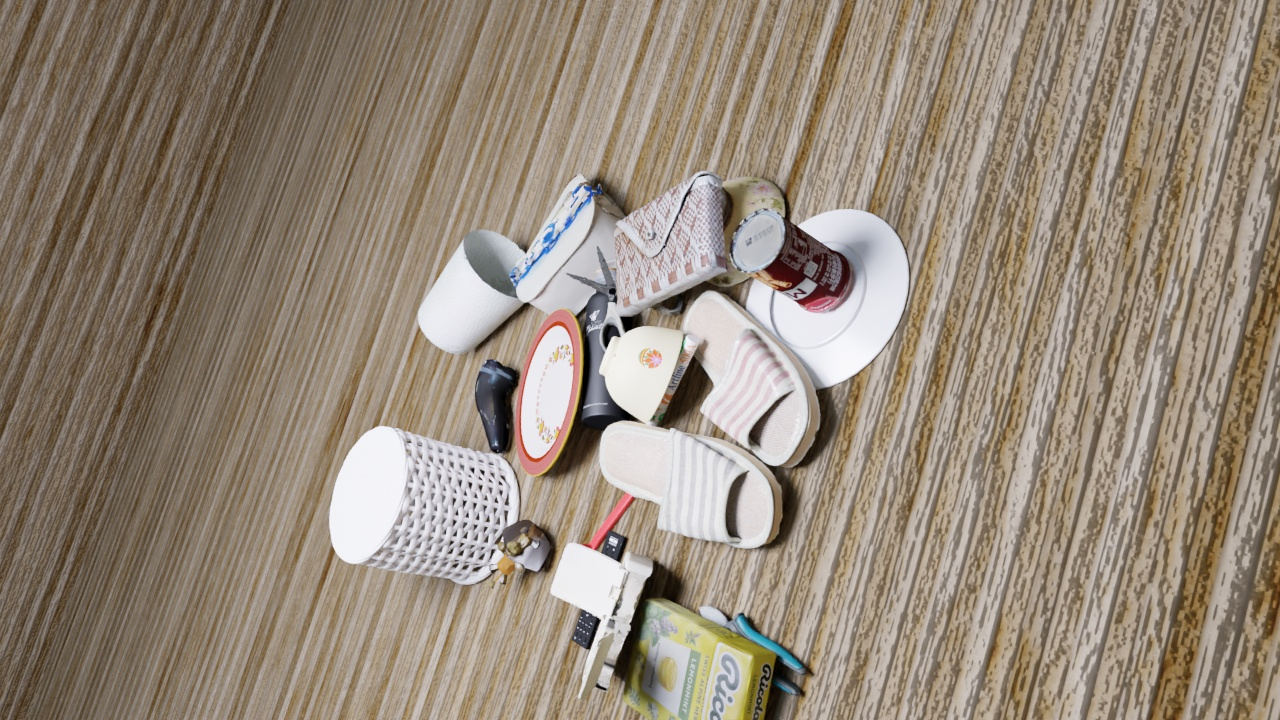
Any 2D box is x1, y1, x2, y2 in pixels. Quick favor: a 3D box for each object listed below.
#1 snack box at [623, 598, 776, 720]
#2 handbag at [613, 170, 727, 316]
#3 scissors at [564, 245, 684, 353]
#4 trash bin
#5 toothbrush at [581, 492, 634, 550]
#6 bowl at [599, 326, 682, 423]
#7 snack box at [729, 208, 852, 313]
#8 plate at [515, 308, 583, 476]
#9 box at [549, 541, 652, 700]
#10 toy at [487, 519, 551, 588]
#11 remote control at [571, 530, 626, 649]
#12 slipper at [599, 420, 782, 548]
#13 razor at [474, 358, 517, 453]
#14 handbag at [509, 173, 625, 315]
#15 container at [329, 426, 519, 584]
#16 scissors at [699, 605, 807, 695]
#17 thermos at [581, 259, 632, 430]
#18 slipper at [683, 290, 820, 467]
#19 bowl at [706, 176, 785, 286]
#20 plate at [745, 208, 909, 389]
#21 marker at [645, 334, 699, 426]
[{"bbox_3d":[0.052,0.326,0.939,0.181,0.045,0.121,12,91,51],"label":"snack box"},{"bbox_3d":[0.027,-0.135,1.088,0.186,0.047,0.124,-23,66,49],"label":"handbag"},{"bbox_3d":[-0.024,-0.074,1.169,0.171,0.012,0.157,4,68,13],"label":"scissors"},{"bbox_3d":[-0.256,-0.098,1.406,0.162,0.133,0.133,-43,47,32],"label":"trash bin"},{"bbox_3d":[-0.022,0.172,1.118,0.213,0.018,0.012,-54,43,14],"label":"toothbrush"},{"bbox_3d":[-0.006,0.006,1.091,0.118,0.074,0.118,-160,92,-84],"label":"bowl"},{"bbox_3d":[0.155,-0.101,0.946,0.072,0.121,0.072,-20,60,39],"label":"snack box"},{"bbox_3d":[-0.119,0.043,1.242,0.230,0.021,0.229,-37,47,54],"label":"plate"},{"bbox_3d":[-0.056,0.270,0.977,0.184,0.099,0.143,94,-164,-84],"label":"box"},{"bbox_3d":[-0.163,0.256,1.193,0.100,0.062,0.076,-46,61,-3],"label":"toy"},{"bbox_3d":[-0.050,0.276,1.108,0.030,0.009,0.140,14,84,49],"label":"remote control"},{"bbox_3d":[0.041,0.132,1.022,0.273,0.054,0.114,18,102,46],"label":"slipper"},{"bbox_3d":[-0.207,0.066,1.341,0.064,0.053,0.140,-13,66,6],"label":"razor"},{"bbox_3d":[-0.112,-0.176,1.318,0.201,0.093,0.199,-49,37,20],"label":"handbag"},{"bbox_3d":[-0.298,0.202,1.268,0.190,0.186,0.189,-21,58,39],"label":"container"},{"bbox_3d":[0.108,0.293,0.928,0.136,0.019,0.139,-31,58,40],"label":"scissors"},{"bbox_3d":[-0.042,-0.028,1.193,0.061,0.061,0.231,-20,60,40],"label":"thermos"},{"bbox_3d":[0.106,0.013,1.018,0.115,0.052,0.262,-59,38,24],"label":"slipper"},{"bbox_3d":[0.098,-0.166,1.102,0.146,0.063,0.145,-25,55,40],"label":"bowl"},{"bbox_3d":[0.193,-0.070,0.998,0.209,0.015,0.208,-21,59,39],"label":"plate"},{"bbox_3d":[0.034,0.032,1.091,0.017,0.017,0.146,57,133,43],"label":"marker"}]
